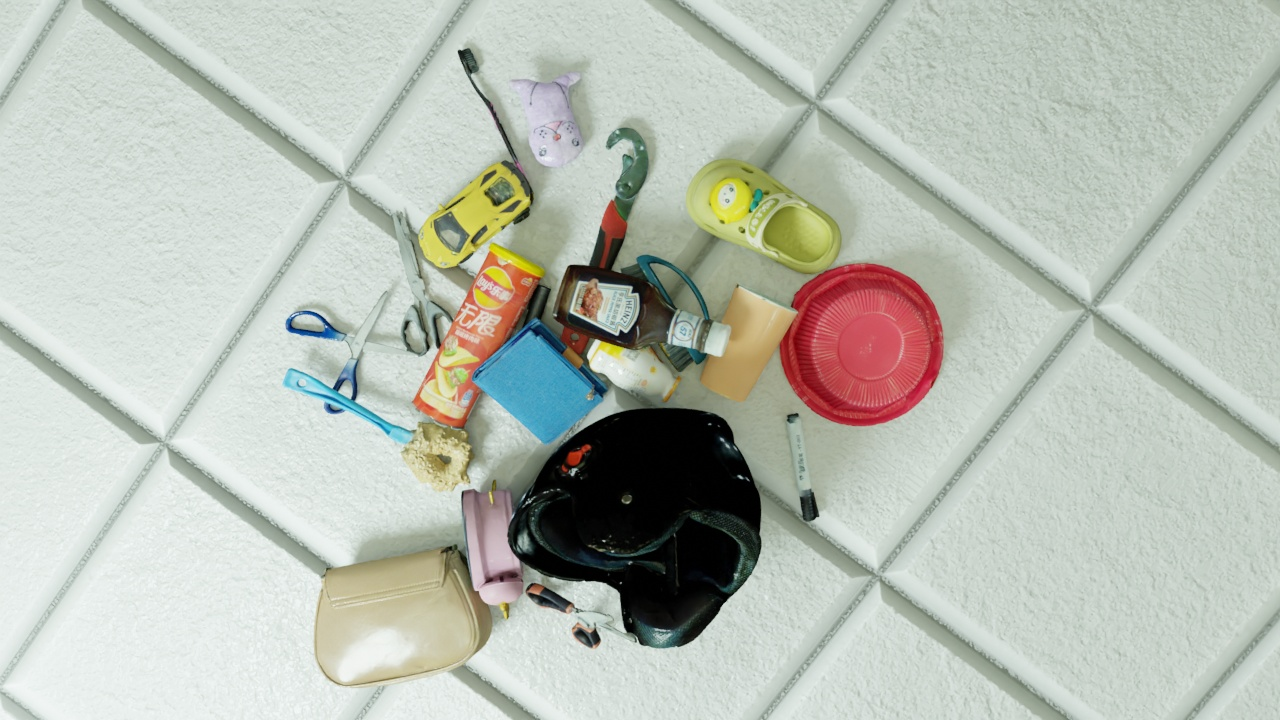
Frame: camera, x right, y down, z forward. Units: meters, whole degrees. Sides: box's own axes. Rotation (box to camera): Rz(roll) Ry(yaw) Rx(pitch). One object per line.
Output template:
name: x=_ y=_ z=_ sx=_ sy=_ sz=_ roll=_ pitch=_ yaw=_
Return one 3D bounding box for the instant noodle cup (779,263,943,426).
instant noodle cup: x=0.258 y=-0.016 z=1.054 sx=0.194 sy=0.066 sz=0.194 roll=0 pitch=95 yaw=4

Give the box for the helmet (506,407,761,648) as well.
helmet: x=-0.001 y=0.165 z=1.005 sx=0.275 sy=0.229 sz=0.234 roll=0 pitch=137 yaw=17

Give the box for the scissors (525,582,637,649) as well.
scissors: x=-0.064 y=0.296 z=1.041 sx=0.196 sy=0.216 sz=0.015 roll=27 pitch=61 yaw=29

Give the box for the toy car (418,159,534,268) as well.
toy car: x=-0.195 y=-0.168 z=1.079 sx=0.156 sy=0.041 sz=0.071 roll=-37 pitch=90 yaw=7

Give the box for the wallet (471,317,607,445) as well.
wallet: x=-0.115 y=0.026 z=1.068 sx=0.106 sy=0.040 sz=0.133 roll=-41 pitch=122 yaw=6

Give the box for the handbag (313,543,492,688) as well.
handbag: x=-0.284 y=0.306 z=1.099 sx=0.204 sy=0.100 sz=0.147 roll=-11 pitch=86 yaw=4

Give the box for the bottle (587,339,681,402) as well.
bottle: x=-0.006 y=0.006 z=1.071 sx=0.108 sy=0.063 sz=0.063 roll=33 pitch=96 yaw=1

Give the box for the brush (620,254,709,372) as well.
brush: x=0.038 y=-0.061 z=1.067 sx=0.073 sy=0.055 sz=0.144 roll=-29 pitch=92 yaw=6

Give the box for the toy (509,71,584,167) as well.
toy: x=-0.101 y=-0.278 z=1.065 sx=0.084 sy=0.039 sz=0.108 roll=-12 pitch=93 yaw=-7

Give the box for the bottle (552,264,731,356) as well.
bottle: x=0.003 y=-0.049 z=1.020 sx=0.195 sy=0.044 sz=0.080 roll=17 pitch=89 yaw=10

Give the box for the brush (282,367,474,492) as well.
brush: x=-0.311 y=0.076 z=1.101 sx=0.254 sy=0.045 sz=0.083 roll=27 pitch=102 yaw=-1

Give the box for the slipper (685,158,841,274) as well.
slipper: x=0.145 y=-0.165 z=1.041 sx=0.190 sy=0.081 sz=0.091 roll=28 pitch=93 yaw=-2

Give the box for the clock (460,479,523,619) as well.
clock: x=-0.170 y=0.224 z=1.075 sx=0.060 sy=0.117 sz=0.158 roll=-7 pitch=93 yaw=-8

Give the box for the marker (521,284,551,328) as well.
marker: x=-0.138 y=-0.027 z=1.098 sx=0.022 sy=0.020 sz=0.132 roll=21 pitch=95 yaw=18

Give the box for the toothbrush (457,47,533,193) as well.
toothbrush: x=-0.167 y=-0.282 z=1.082 sx=0.017 sy=0.014 sz=0.189 roll=-28 pitch=94 yaw=-9

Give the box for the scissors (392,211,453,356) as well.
scissors: x=-0.261 y=-0.093 z=1.104 sx=0.137 sy=0.014 sz=0.174 roll=20 pitch=94 yaw=3

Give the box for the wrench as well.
wrench: x=-0.043 y=-0.138 z=1.084 sx=0.056 sy=0.016 sz=0.273 roll=16 pitch=96 yaw=2

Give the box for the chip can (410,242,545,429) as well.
chip can: x=-0.190 y=-0.027 z=1.076 sx=0.073 sy=0.073 sz=0.217 roll=27 pitch=97 yaw=1

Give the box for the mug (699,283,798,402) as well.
mug: x=0.119 y=-0.019 z=1.059 sx=0.078 sy=0.078 sz=0.123 roll=26 pitch=100 yaw=1

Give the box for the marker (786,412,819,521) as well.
marker: x=0.193 y=0.127 z=1.093 sx=0.022 sy=0.018 sz=0.131 roll=-10 pitch=95 yaw=-5

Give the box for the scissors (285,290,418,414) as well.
scissors: x=-0.351 y=-0.011 z=1.110 sx=0.173 sy=0.012 sz=0.162 roll=11 pitch=98 yaw=7
